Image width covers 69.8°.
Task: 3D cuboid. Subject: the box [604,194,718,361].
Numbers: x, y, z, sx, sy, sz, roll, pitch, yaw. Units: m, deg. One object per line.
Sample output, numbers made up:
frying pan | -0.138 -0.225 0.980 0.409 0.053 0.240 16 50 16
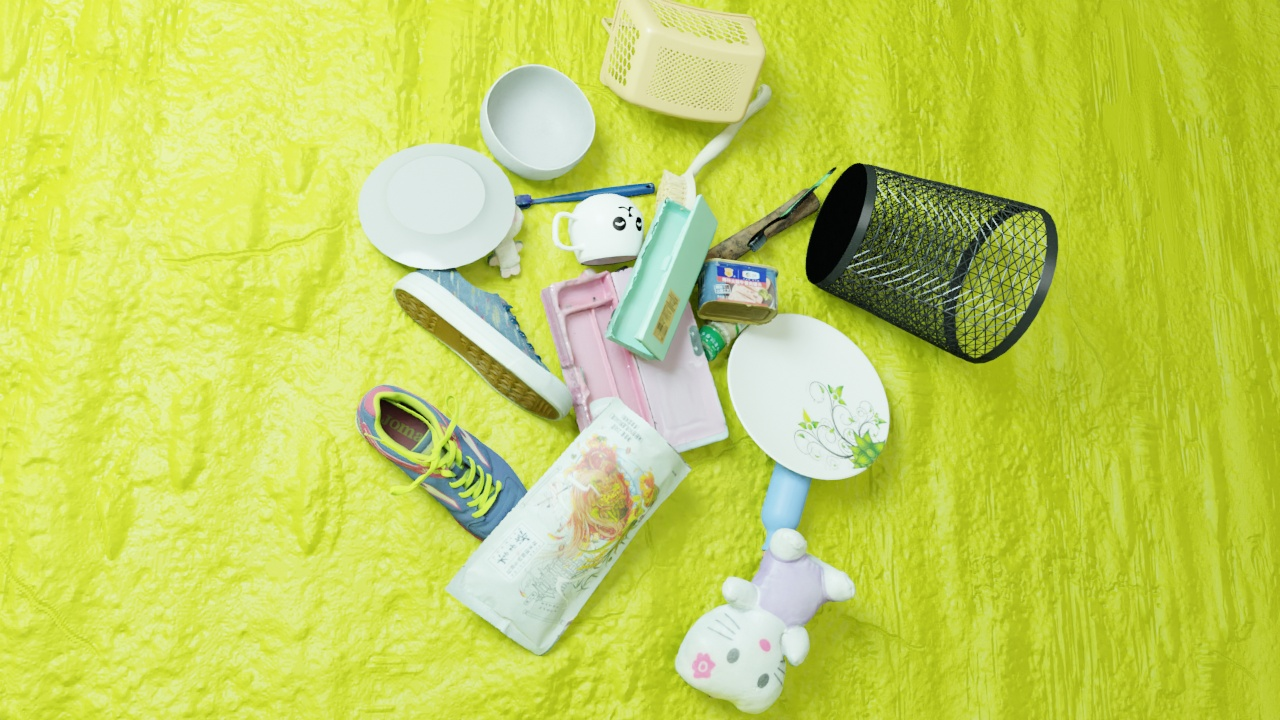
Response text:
box | 0.037 -0.095 1.038 0.077 0.079 0.188 29 73 -19

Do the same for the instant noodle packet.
instant noodle packet | -0.068 0.181 0.990 0.147 0.057 0.269 44 79 -24

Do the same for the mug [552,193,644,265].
mug | -0.053 -0.154 1.077 0.123 0.090 0.076 -6 89 -40

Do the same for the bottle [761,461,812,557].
bottle | 0.174 0.182 1.123 0.048 0.048 0.131 25 71 -15

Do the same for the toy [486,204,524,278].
toy | -0.174 -0.152 1.060 0.087 0.050 0.112 -34 80 -23

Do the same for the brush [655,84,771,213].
brush | 0.099 -0.272 1.190 0.077 0.062 0.271 41 64 -13

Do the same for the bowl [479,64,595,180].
bowl | -0.126 -0.276 1.093 0.131 0.064 0.131 4 77 -20

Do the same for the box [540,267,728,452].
box | -0.009 0.007 1.076 0.179 0.055 0.233 -15 90 -22

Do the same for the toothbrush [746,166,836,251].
toothbrush | 0.202 -0.200 1.203 0.187 0.014 0.017 -42 114 -23

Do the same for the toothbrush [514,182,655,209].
toothbrush | -0.068 -0.204 1.126 0.189 0.017 0.016 -11 83 -23

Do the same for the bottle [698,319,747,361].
bottle | 0.109 -0.047 1.149 0.042 0.043 0.109 48 65 -6

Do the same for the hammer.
hammer | 0.112 -0.130 1.177 0.329 0.033 0.120 -33 96 -24

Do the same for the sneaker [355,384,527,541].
sneaker | -0.199 0.119 0.967 0.242 0.091 0.116 40 65 -10

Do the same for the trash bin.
trash bin | 0.360 -0.136 1.184 0.243 0.217 0.216 18 73 -10

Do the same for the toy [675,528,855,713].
toy | 0.136 0.298 1.050 0.137 0.085 0.209 41 82 -11

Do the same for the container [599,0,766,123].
container | 0.049 -0.385 1.160 0.183 0.129 0.166 5 35 -21

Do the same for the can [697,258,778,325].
can | 0.118 -0.082 1.113 0.099 0.054 0.059 6 67 -12

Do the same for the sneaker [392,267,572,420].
sneaker | -0.160 -0.029 1.021 0.235 0.088 0.079 40 62 -6

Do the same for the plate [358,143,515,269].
plate | -0.228 -0.180 1.025 0.172 0.019 0.172 3 63 -5

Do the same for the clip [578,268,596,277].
clip | -0.078 -0.088 1.099 0.057 0.035 0.022 -40 91 -29

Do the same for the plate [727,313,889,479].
plate | 0.208 0.047 1.162 0.229 0.030 0.229 10 60 -18
